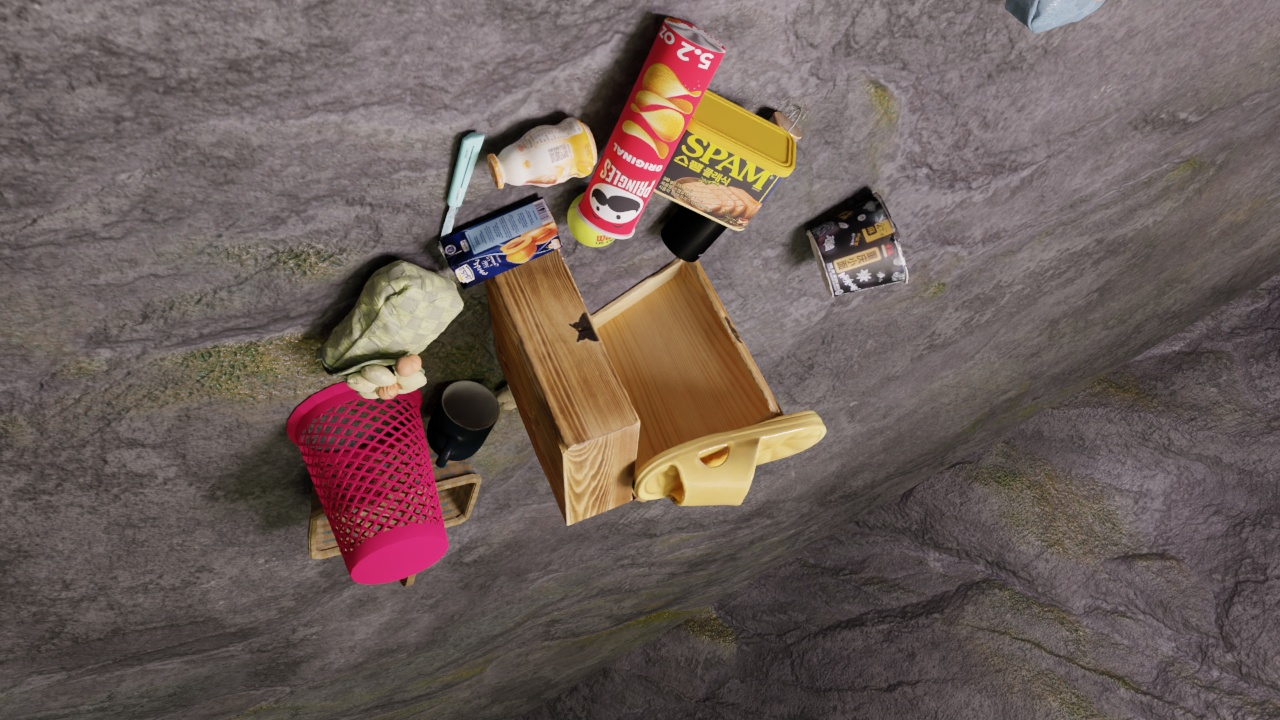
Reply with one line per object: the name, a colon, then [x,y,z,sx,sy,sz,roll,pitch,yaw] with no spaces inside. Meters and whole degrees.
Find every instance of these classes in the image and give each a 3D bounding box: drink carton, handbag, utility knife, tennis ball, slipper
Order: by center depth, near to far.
handbag: [0.478,-0.439,0.977,0.121,0.118,0.192,-17,146,-17]
utility knife: [-0.197,-0.177,0.982,0.022,0.015,0.180,-10,152,-30]
drink carton: [-0.159,-0.133,1.050,0.130,0.040,0.064,-24,159,-4]
handbag: [-0.284,-0.023,1.059,0.113,0.116,0.187,7,140,-47]
tennis ball: [-0.052,-0.165,1.064,0.065,0.065,0.065,-20,152,-11]
slipper: [0.117,0.134,1.125,0.263,0.078,0.100,-17,154,-18]

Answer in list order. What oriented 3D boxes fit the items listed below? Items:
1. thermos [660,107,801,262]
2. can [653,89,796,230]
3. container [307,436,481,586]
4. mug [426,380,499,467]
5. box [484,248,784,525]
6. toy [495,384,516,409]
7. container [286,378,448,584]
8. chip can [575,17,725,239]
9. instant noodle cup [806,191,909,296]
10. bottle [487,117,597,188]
thermos: [0.117,-0.218,1.119,0.061,0.061,0.232,4,140,-44]
can: [0.088,-0.221,1.024,0.135,0.075,0.105,23,137,-13]
container: [-0.363,0.233,1.363,0.249,0.186,0.158,-11,149,-27]
mug: [-0.261,0.102,1.301,0.085,0.121,0.095,27,134,-9]
box: [-0.007,0.015,1.192,0.314,0.279,0.283,-20,153,-16]
toy: [-0.157,0.041,1.359,0.115,0.046,0.092,-21,152,5]
container: [-0.348,0.165,1.215,0.183,0.225,0.183,-20,152,-11]
chip can: [0.007,-0.235,0.947,0.069,0.069,0.221,-1,133,-39]
instant noodle cup: [0.310,-0.157,1.324,0.112,0.137,0.137,-21,154,8]
bottle: [-0.102,-0.209,0.947,0.108,0.063,0.063,-19,152,-12]
